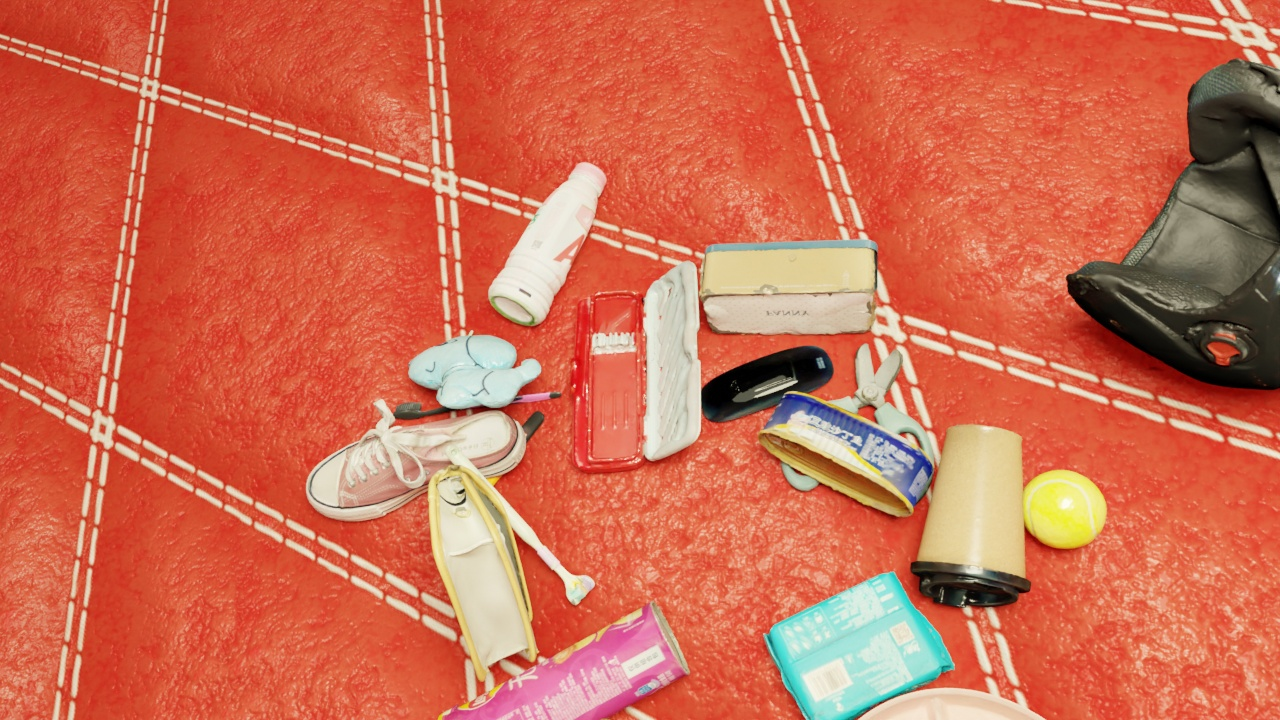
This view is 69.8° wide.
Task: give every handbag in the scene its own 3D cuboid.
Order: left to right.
[{"bbox_3d":[-0.143,0.169,0.819,0.063,0.163,0.178,-15,31,-10],"label":"handbag"}]

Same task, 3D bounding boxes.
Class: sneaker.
[{"bbox_3d":[-0.237,0.093,0.915,0.241,0.088,0.118,-15,56,13],"label":"sneaker"}]

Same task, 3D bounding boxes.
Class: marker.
[{"bbox_3d":[-0.139,0.101,0.936,0.018,0.015,0.123,28,71,30],"label":"marker"}]

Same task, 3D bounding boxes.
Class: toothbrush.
[{"bbox_3d":[-0.174,0.044,0.974,0.189,0.014,0.017,-7,50,11],"label":"toothbrush"},{"bbox_3d":[-0.115,0.149,0.854,0.189,0.020,0.029,47,64,1],"label":"toothbrush"}]

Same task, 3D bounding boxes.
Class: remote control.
[{"bbox_3d":[0.122,0.020,0.900,0.136,0.024,0.053,-21,61,4],"label":"remote control"}]

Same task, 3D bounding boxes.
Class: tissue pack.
[{"bbox_3d":[0.179,0.240,0.760,0.133,0.050,0.093,-26,59,0],"label":"tissue pack"}]

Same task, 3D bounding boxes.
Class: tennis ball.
[{"bbox_3d":[0.351,0.124,0.764,0.065,0.065,0.065,-6,62,12],"label":"tennis ball"}]

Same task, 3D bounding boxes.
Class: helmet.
[{"bbox_3d":[0.497,-0.091,0.722,0.230,0.275,0.233,33,86,-1],"label":"helmet"}]

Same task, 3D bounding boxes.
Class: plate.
[{"bbox_3d":[0.236,0.360,0.665,0.230,0.028,0.229,-7,61,12],"label":"plate"}]

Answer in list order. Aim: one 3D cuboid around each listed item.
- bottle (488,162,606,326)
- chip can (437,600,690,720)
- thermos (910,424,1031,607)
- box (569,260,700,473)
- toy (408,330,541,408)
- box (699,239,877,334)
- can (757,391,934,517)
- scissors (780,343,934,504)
[{"bbox_3d":[-0.095,-0.134,1.014,0.068,0.068,0.196,17,66,22],"label":"bottle"},{"bbox_3d":[-0.065,0.288,0.789,0.210,0.071,0.071,-28,60,-1],"label":"chip can"},{"bbox_3d":[0.276,0.130,0.758,0.093,0.093,0.143,6,73,18],"label":"thermos"},{"bbox_3d":[0.000,0.008,0.919,0.160,0.063,0.200,-16,59,29],"label":"box"},{"bbox_3d":[-0.175,0.008,0.949,0.161,0.050,0.156,-7,25,11],"label":"toy"},{"bbox_3d":[0.153,-0.070,0.902,0.184,0.090,0.063,-1,63,12],"label":"box"},{"bbox_3d":[0.179,0.081,0.806,0.148,0.075,0.049,25,70,24],"label":"can"},{"bbox_3d":[0.222,0.066,0.855,0.172,0.019,0.176,31,74,27],"label":"scissors"}]
